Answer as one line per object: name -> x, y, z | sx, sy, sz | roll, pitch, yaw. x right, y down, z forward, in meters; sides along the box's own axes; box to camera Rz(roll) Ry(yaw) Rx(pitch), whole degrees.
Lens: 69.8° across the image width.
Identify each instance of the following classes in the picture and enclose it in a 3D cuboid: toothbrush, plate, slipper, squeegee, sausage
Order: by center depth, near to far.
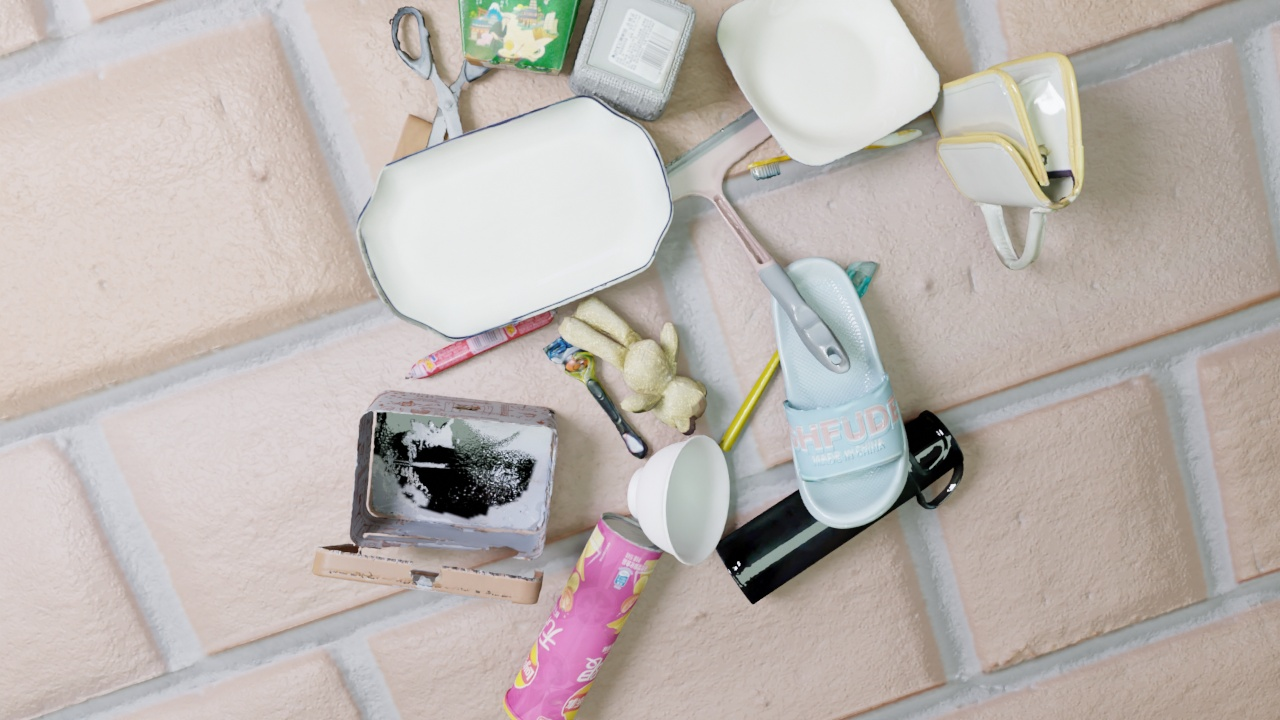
plate -> -0.105, -0.121, 0.787 | 0.265, 0.034, 0.162 | -22, 102, -6
plate -> 0.159, -0.255, 0.797 | 0.163, 0.034, 0.164 | -29, 86, -11
toothbrush -> 0.175, -0.182, 0.807 | 0.191, 0.016, 0.018 | -16, 91, -24
squeegee -> 0.109, -0.087, 0.811 | 0.247, 0.040, 0.249 | -33, 72, 1
slipper -> 0.174, 0.026, 0.815 | 0.104, 0.074, 0.245 | -13, 87, 10
sausage -> -0.146, -0.017, 0.843 | 0.156, 0.020, 0.020 | -24, 101, 0
toothbrush -> 0.129, 0.006, 0.871 | 0.016, 0.015, 0.190 | 29, 97, -16

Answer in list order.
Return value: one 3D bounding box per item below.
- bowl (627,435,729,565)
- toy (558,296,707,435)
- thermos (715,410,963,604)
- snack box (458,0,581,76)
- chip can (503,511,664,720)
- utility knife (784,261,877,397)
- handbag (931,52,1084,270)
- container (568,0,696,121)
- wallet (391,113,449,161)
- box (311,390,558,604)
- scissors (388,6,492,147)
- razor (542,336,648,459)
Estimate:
bowl -> 0.028, 0.127, 0.854 | 0.065, 0.118, 0.118 | 1, 103, 33
toy -> -0.005, 0.005, 0.838 | 0.157, 0.104, 0.066 | 39, 138, -13
thermos -> 0.195, 0.147, 0.875 | 0.242, 0.068, 0.090 | -33, 101, 2
snack box -> -0.100, -0.290, 0.746 | 0.118, 0.117, 0.106 | 6, 103, -8
chip can -> -0.054, 0.252, 0.874 | 0.071, 0.071, 0.210 | 26, 98, -9
utility knife -> 0.178, -0.026, 0.870 | 0.029, 0.013, 0.157 | 26, 98, -9
handbag -> 0.310, -0.159, 0.779 | 0.063, 0.163, 0.179 | -15, 102, 0
container -> -0.007, -0.257, 0.760 | 0.090, 0.114, 0.090 | 18, 98, -7
wallet -> -0.178, -0.146, 0.818 | 0.101, 0.020, 0.115 | 22, 100, -6
box -> -0.167, 0.126, 0.780 | 0.183, 0.193, 0.156 | 6, 99, -6
scissors -> -0.166, -0.228, 0.791 | 0.159, 0.014, 0.175 | 44, 85, -5
razor -> -0.035, 0.036, 0.861 | 0.043, 0.022, 0.143 | -33, 102, 3
